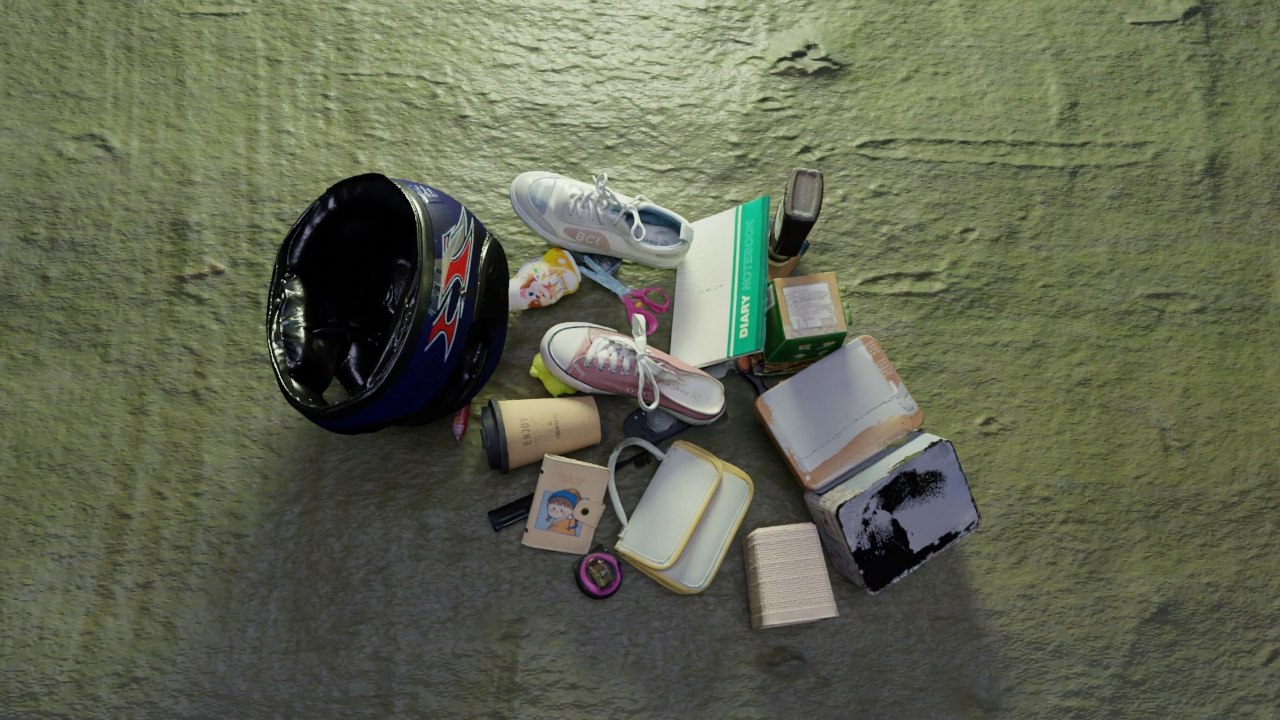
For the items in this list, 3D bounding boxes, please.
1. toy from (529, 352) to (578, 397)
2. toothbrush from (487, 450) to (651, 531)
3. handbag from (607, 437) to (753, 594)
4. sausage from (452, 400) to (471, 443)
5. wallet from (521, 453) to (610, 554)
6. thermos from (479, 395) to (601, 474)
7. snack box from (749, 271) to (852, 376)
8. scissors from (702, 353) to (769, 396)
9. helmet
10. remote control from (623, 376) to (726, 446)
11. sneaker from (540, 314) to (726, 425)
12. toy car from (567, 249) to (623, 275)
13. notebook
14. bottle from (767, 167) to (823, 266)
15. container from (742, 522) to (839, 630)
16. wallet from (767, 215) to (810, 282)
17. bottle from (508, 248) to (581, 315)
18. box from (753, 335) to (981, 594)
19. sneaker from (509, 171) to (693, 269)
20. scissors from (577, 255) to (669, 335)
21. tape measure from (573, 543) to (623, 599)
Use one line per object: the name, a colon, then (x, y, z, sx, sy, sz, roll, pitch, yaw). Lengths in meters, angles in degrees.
toy: (-0.087, 0.001, 1.166, 0.096, 0.031, 0.100, 14, 73, -3)
toothbrush: (-0.084, 0.156, 1.125, 0.212, 0.026, 0.027, -22, 109, -13)
handbag: (0.032, 0.174, 1.105, 0.179, 0.063, 0.163, 31, 72, 0)
sausage: (-0.219, 0.028, 1.153, 0.020, 0.020, 0.155, 8, 73, -3)
wallet: (-0.086, 0.174, 1.097, 0.087, 0.024, 0.115, 14, 99, -9)
thermos: (-0.124, 0.084, 1.112, 0.143, 0.093, 0.093, -8, 75, -15)
snack box: (0.195, -0.054, 1.141, 0.117, 0.106, 0.118, -8, 76, -7)
scissors: (0.156, 0.012, 1.192, 0.234, 0.022, 0.221, -26, 74, -9)
helmet: (-0.269, -0.044, 1.048, 0.248, 0.240, 0.314, -12, 63, 18)
remote control: (0.044, 0.065, 1.160, 0.136, 0.024, 0.053, -26, 78, -3)
sneaker: (-0.007, 0.006, 1.110, 0.241, 0.088, 0.118, 22, 68, 4)
toy car: (-0.074, -0.160, 1.212, 0.054, 0.037, 0.120, -41, 89, -16)
notebook: (0.100, -0.095, 1.161, 0.012, 0.151, 0.208, 22, 64, -40)
bottle: (0.182, -0.163, 1.119, 0.044, 0.195, 0.079, 10, 76, 2)
container: (0.173, 0.255, 1.088, 0.090, 0.090, 0.110, -5, 71, -7)
wallet: (0.161, -0.135, 1.228, 0.090, 0.033, 0.115, 32, 75, 7)
bottle: (-0.132, -0.097, 1.174, 0.108, 0.063, 0.063, -30, 79, -12)
box: (0.269, 0.119, 1.100, 0.178, 0.110, 0.259, -28, 104, -12)
sneaker: (-0.047, -0.181, 1.156, 0.242, 0.091, 0.089, 17, 77, -9)
scissors: (-0.020, -0.098, 1.196, 0.137, 0.017, 0.073, 43, 78, -6)
tape measure: (-0.049, 0.255, 1.091, 0.057, 0.039, 0.058, -35, 80, -14)
